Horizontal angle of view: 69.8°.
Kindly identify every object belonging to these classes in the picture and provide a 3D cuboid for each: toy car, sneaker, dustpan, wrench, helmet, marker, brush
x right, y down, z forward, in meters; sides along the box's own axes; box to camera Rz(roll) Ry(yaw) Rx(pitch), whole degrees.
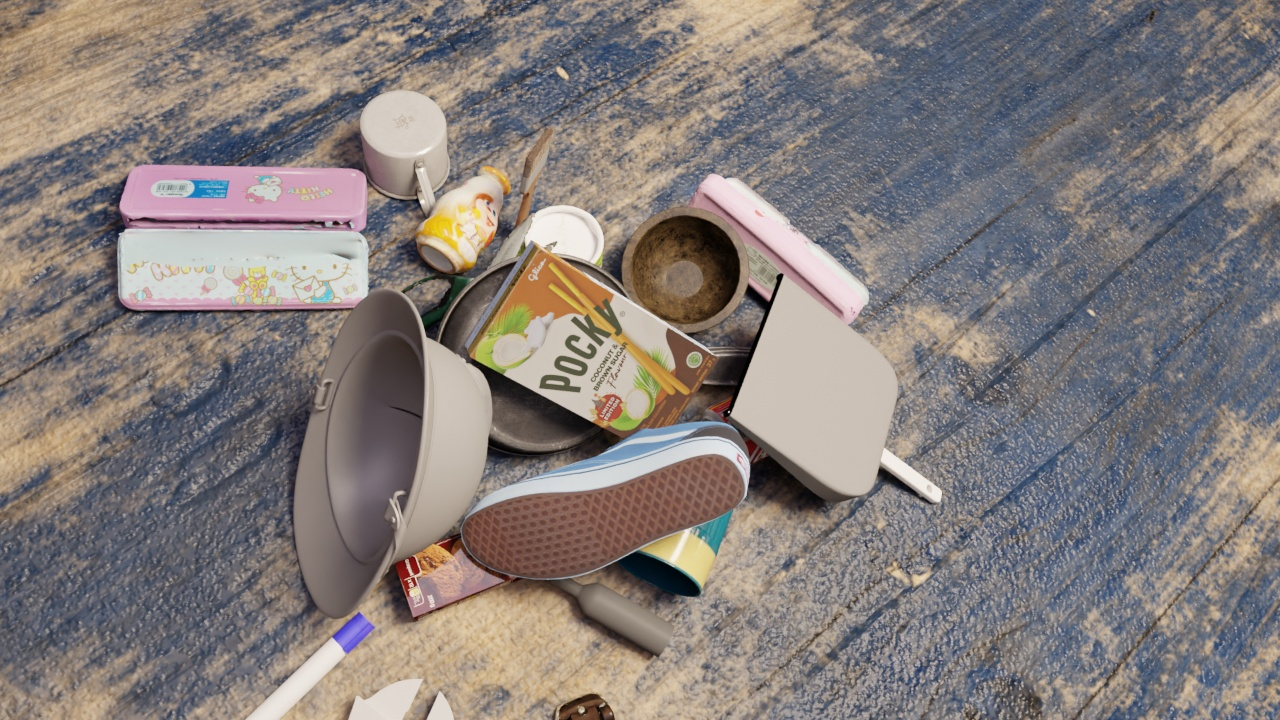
[{"bbox_3d":[-0.032,0.323,0.733,0.048,0.041,0.112,-15,54,-17],"label":"toy car"},{"bbox_3d":[-0.025,0.108,0.751,0.241,0.098,0.083,-18,106,13],"label":"sneaker"},{"bbox_3d":[0.193,0.057,0.843,0.257,0.033,0.162,35,56,-16],"label":"dustpan"},{"bbox_3d":[-0.246,0.360,0.685,0.087,0.018,0.272,38,68,4],"label":"wrench"},{"bbox_3d":[-0.179,0.077,0.732,0.117,0.272,0.183,4,28,-42],"label":"helmet"},{"bbox_3d":[-0.269,0.256,0.720,0.020,0.020,0.141,43,67,7],"label":"marker"},{"bbox_3d":[-0.105,-0.154,0.853,0.008,0.143,0.045,27,57,-1],"label":"brush"}]

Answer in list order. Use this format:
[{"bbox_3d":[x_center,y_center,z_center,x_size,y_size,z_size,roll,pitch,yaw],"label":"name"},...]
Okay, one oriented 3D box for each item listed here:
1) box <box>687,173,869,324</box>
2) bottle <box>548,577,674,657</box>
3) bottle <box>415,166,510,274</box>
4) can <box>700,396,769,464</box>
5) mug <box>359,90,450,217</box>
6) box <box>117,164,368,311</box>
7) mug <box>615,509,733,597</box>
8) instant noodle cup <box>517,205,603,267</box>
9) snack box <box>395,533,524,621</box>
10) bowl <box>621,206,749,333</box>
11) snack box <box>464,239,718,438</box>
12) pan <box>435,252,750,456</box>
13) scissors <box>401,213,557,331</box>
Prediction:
[{"bbox_3d":[0.147,-0.116,0.927,0.202,0.087,0.102,42,54,8],"label":"box"},{"bbox_3d":[-0.027,0.211,0.781,0.113,0.030,0.030,30,65,2],"label":"bottle"},{"bbox_3d":[-0.166,-0.136,0.879,0.063,0.063,0.108,30,65,1],"label":"bottle"},{"bbox_3d":[0.113,0.056,0.854,0.104,0.064,0.064,-24,75,-19],"label":"can"},{"bbox_3d":[-0.222,-0.197,0.888,0.084,0.071,0.113,-22,72,-19],"label":"mug"},{"bbox_3d":[-0.360,-0.115,0.843,0.214,0.049,0.149,-2,72,-12],"label":"box"},{"bbox_3d":[0.020,0.131,0.795,0.113,0.083,0.107,25,65,4],"label":"mug"},{"bbox_3d":[-0.076,-0.087,0.851,0.099,0.108,0.098,4,66,-9],"label":"instant noodle cup"},{"bbox_3d":[-0.131,0.168,0.777,0.140,0.032,0.051,-19,73,-18],"label":"snack box"},{"bbox_3d":[0.043,-0.084,0.897,0.121,0.056,0.121,0,85,2],"label":"bowl"},{"bbox_3d":[-0.038,-0.007,0.761,0.186,0.031,0.101,30,98,-25],"label":"snack box"},{"bbox_3d":[-0.005,0.005,0.827,0.356,0.055,0.187,4,108,-20],"label":"pan"},{"bbox_3d":[-0.160,-0.061,0.814,0.147,0.015,0.210,35,106,16],"label":"scissors"}]
